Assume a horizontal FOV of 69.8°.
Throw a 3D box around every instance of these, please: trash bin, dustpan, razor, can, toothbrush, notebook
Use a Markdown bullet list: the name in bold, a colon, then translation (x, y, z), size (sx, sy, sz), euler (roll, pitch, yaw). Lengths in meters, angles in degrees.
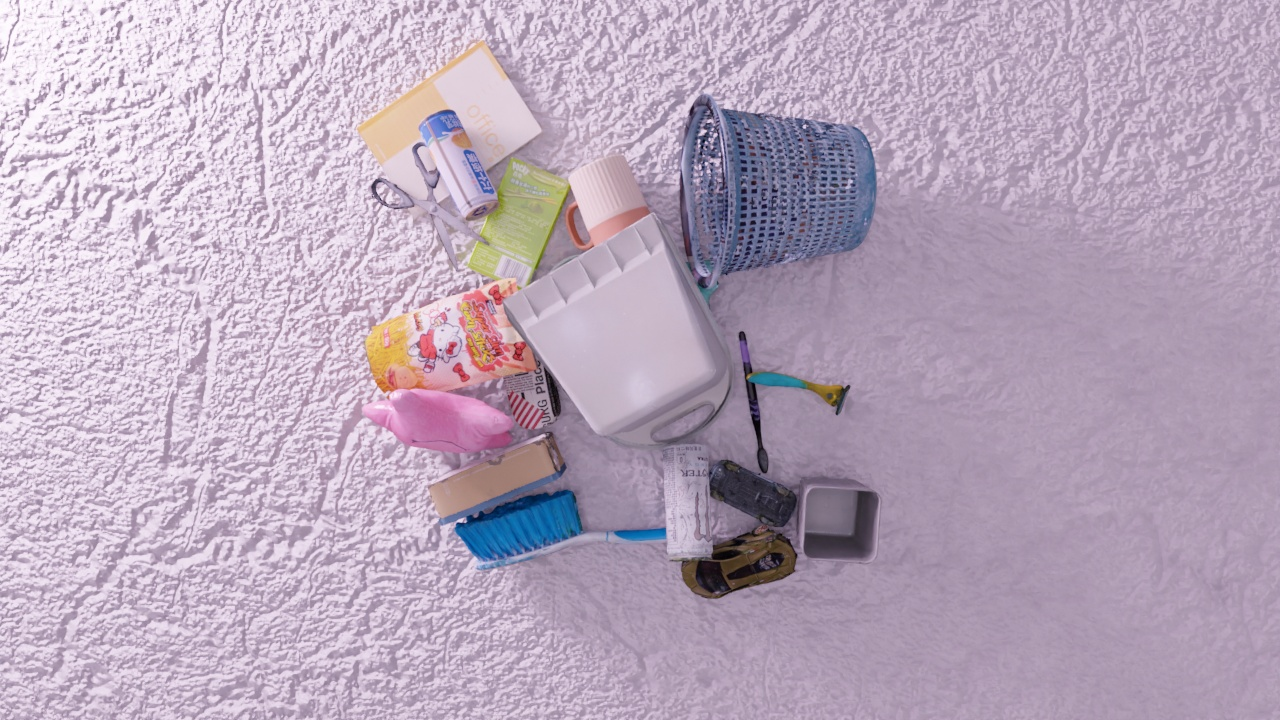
- **trash bin**: translation (0.164, -0.201, 1.098), size (0.195, 0.226, 0.226), euler (-3, 93, -10)
- **dustpan**: translation (-0.004, -0.010, 1.149), size (0.223, 0.142, 0.257), euler (-29, 85, 9)
- **razor**: translation (0.201, 0.034, 1.184), size (0.132, 0.028, 0.043), euler (13, 124, 0)
- **can**: translation (-0.229, -0.247, 1.164), size (0.053, 0.053, 0.134), euler (-27, 85, 4)
- **toothbrush**: translation (0.147, 0.055, 1.195), size (0.014, 0.016, 0.189), euler (-10, 91, 4)
- **notebook**: translation (-0.250, -0.301, 1.202), size (0.206, 0.010, 0.146), euler (-33, 91, 5)
- **can**: translation (0.060, 0.180, 1.167), size (0.058, 0.058, 0.146), euler (-3, 76, 3)

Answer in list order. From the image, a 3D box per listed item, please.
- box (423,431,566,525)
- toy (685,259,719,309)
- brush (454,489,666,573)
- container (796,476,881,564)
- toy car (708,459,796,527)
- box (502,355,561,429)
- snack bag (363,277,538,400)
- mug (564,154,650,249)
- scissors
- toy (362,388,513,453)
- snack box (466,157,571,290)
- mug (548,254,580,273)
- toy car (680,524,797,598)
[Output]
- **box**: translation (-0.189, 0.153, 1.183), size (0.184, 0.089, 0.060), euler (-25, 92, 6)
- **toy**: translation (0.060, -0.102, 1.185), size (0.092, 0.030, 0.096), euler (-6, 96, 6)
- **brush**: translation (-0.077, 0.217, 1.200), size (0.314, 0.060, 0.109), euler (-16, 97, 1)
- **container**: translation (0.242, 0.194, 1.146), size (0.090, 0.114, 0.090), euler (4, 93, 3)
- **toy car**: translation (0.143, 0.172, 1.190), size (0.120, 0.036, 0.054), euler (25, 97, 6)
- **box**: translation (-0.147, 0.010, 1.200), size (0.070, 0.055, 0.164), euler (-12, 92, -8)
- **snack bag**: translation (-0.241, -0.022, 1.174), size (0.208, 0.073, 0.128), euler (-16, 80, 9)
- **mug**: translation (-0.047, -0.190, 1.168), size (0.115, 0.081, 0.106), euler (-23, 89, 33)
- **scissors**: translation (-0.273, -0.201, 1.189), size (0.159, 0.014, 0.178), euler (2, 89, 7)
- **toy**: translation (-0.249, 0.081, 1.161), size (0.194, 0.179, 0.074), euler (16, 69, -28)
- **snack box**: translation (-0.158, -0.176, 1.195), size (0.086, 0.026, 0.156), euler (23, 94, 2)
- **mug**: translation (-0.086, -0.082, 1.173), size (0.106, 0.082, 0.111), euler (-22, 63, 7)
- **toy car**: translation (0.125, 0.264, 1.179), size (0.158, 0.042, 0.070), euler (-24, 102, 22)
